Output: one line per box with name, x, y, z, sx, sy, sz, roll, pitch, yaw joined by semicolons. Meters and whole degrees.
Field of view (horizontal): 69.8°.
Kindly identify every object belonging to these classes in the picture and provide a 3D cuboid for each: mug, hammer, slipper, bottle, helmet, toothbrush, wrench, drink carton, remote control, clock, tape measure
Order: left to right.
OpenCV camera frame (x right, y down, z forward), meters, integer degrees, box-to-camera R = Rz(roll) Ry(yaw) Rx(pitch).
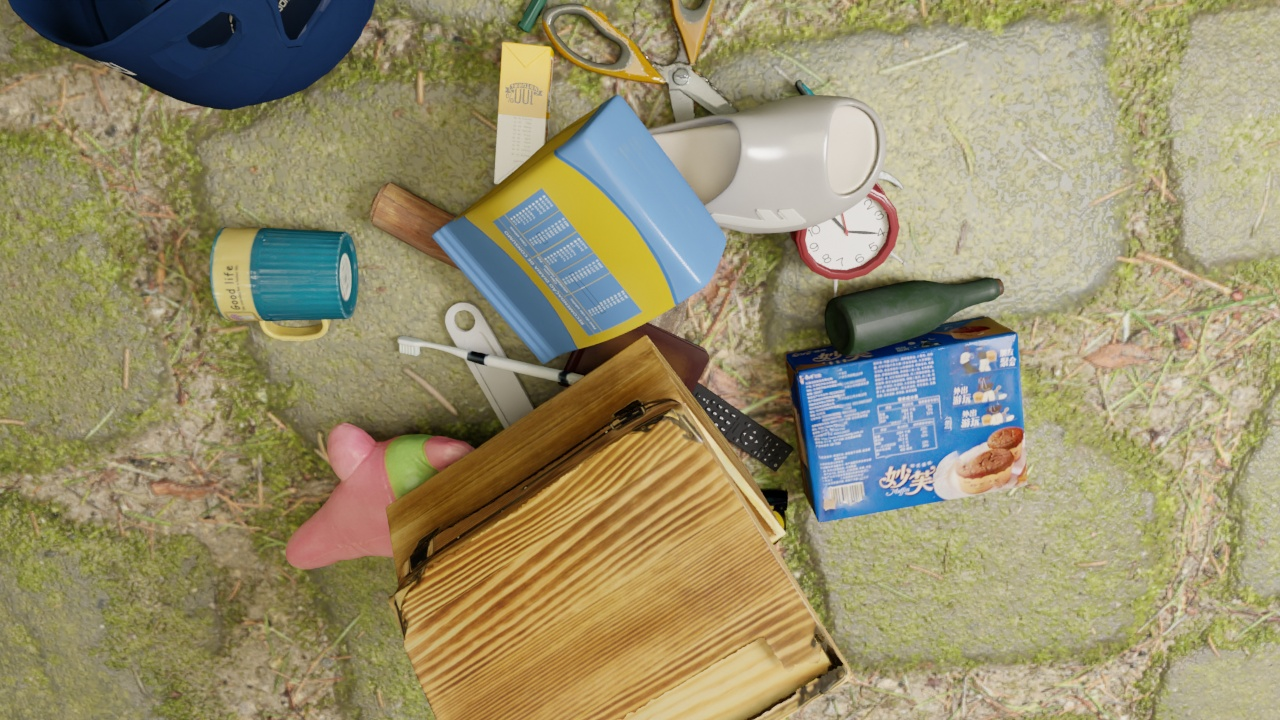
helmet;-0.294;-0.315;0.676;0.273;0.222;0.232;-42;79;18
mug;-0.313;-0.065;0.823;0.107;0.083;0.114;-1;133;-5
toothbrush;-0.140;0.002;0.850;0.187;0.012;0.017;12;120;12
wrench;-0.122;0.070;0.893;0.087;0.018;0.273;-27;103;6
drink carton;-0.101;-0.208;0.796;0.040;0.058;0.122;5;105;-4
hammer;-0.102;-0.086;0.841;0.300;0.037;0.158;24;103;-9
toothbrush;-0.055;-0.367;0.778;0.017;0.016;0.190;29;102;-12
slipper;0.067;-0.161;0.769;0.266;0.080;0.113;-2;96;18
remote control;0.087;0.060;0.902;0.140;0.009;0.030;34;101;-10
tape measure;0.116;0.160;0.917;0.061;0.034;0.061;-2;107;-1
clock;0.176;-0.131;0.821;0.096;0.048;0.137;-26;118;13
bottle;0.260;-0.050;0.851;0.174;0.055;0.055;-14;106;-14

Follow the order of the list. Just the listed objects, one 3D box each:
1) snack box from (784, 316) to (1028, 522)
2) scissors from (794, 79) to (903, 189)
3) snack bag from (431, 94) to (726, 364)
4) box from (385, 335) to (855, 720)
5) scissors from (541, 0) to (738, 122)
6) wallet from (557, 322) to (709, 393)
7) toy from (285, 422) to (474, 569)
snack box;0.252;0.056;0.876;0.203;0.069;0.155;-11;105;1
scissors;0.168;-0.190;0.833;0.154;0.019;0.124;-1;107;-4
snack bag;-0.057;-0.093;0.760;0.206;0.102;0.159;-28;111;32
box;-0.021;0.191;0.717;0.279;0.323;0.284;-33;131;7
scissors;0.032;-0.275;0.805;0.225;0.016;0.217;29;101;-14
wallet;-0.005;0.005;0.841;0.115;0.018;0.091;25;103;-7
toy;-0.236;0.141;0.871;0.237;0.096;0.192;-24;118;14
